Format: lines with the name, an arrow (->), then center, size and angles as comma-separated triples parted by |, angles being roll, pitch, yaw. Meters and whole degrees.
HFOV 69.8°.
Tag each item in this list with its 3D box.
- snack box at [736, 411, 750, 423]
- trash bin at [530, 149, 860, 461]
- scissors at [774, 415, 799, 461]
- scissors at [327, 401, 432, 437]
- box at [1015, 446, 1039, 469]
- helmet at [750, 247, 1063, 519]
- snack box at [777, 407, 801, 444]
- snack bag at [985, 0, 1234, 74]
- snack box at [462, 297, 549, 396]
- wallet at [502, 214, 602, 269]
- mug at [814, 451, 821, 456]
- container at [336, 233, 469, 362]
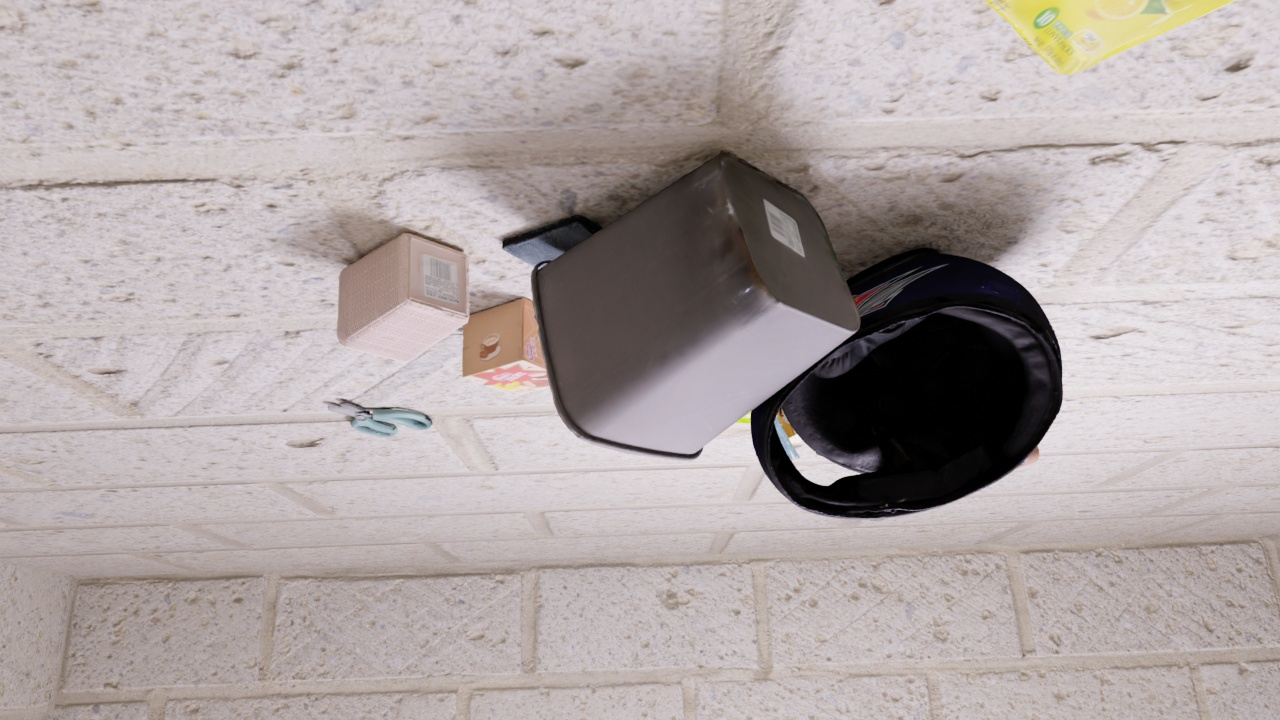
snack box -> 0.198, 0.075, 1.424 | 0.156, 0.026, 0.086 | 3, 160, -15
trash bin -> 0.049, -0.048, 0.816 | 0.198, 0.198, 0.220 | 15, 140, -44
scissors -> 0.195, 0.081, 1.303 | 0.017, 0.137, 0.072 | -19, 161, -39
scissors -> -0.394, 0.086, 1.406 | 0.161, 0.019, 0.179 | -6, 159, 12
box -> 0.351, 0.055, 1.155 | 0.157, 0.217, 0.181 | -10, 165, -14
helmet -> 0.258, 0.024, 0.947 | 0.315, 0.247, 0.240 | -21, -169, 3
snack box -> 0.232, 0.063, 1.303 | 0.033, 0.086, 0.141 | 4, 160, -22
snack bag -> 0.241, -0.247, 0.468 | 0.246, 0.068, 0.158 | 16, 154, -41
snack box -> -0.141, -0.013, 1.067 | 0.093, 0.077, 0.094 | -14, 157, 31
wallet -> -0.064, -0.104, 0.910 | 0.097, 0.019, 0.120 | -14, 155, 32
mug -> 0.290, 0.074, 1.309 | 0.082, 0.106, 0.112 | 5, 160, -16
container -> -0.231, -0.063, 0.907 | 0.111, 0.089, 0.090 | -23, 152, 39
